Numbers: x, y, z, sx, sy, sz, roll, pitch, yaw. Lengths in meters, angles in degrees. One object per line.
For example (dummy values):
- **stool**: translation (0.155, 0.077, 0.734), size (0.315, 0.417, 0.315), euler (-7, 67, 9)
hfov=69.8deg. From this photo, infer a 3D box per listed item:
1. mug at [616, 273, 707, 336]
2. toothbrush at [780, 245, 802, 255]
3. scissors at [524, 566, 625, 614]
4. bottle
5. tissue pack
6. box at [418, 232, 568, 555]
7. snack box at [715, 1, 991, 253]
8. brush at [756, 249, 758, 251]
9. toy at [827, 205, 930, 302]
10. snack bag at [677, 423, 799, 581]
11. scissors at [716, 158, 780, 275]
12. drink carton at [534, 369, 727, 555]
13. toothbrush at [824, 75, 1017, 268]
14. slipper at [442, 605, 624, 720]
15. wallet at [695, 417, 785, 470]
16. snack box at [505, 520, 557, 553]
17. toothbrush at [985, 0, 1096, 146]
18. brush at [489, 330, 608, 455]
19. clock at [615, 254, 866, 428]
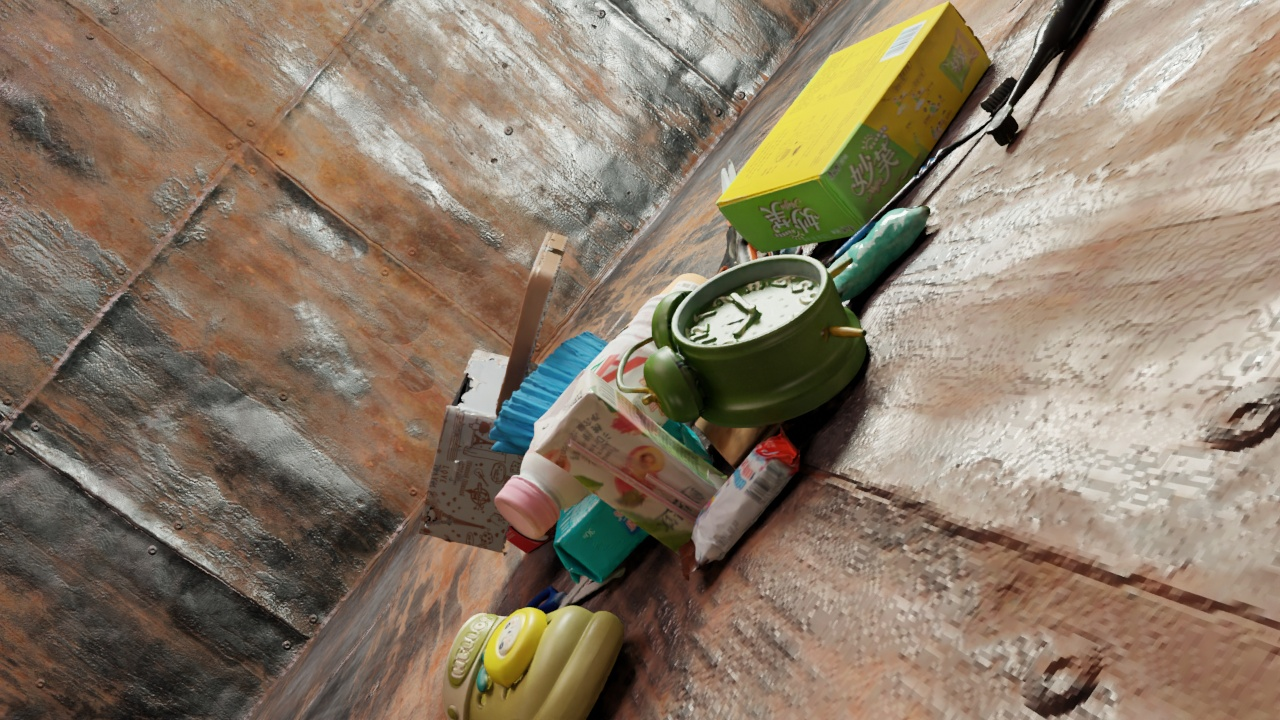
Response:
- **mug**: translation (0.035, -0.038, 0.977), size (0.078, 0.078, 0.122), euler (-41, 8, 46)
- **toothbrush**: translation (0.118, -0.060, 0.819), size (0.016, 0.017, 0.187), euler (-44, 10, 41)
- **scissors**: translation (-0.063, 0.191, 0.707), size (0.162, 0.012, 0.175), euler (-50, 8, -25)
- **bottle**: translation (-0.022, 0.037, 0.631), size (0.196, 0.068, 0.068), euler (-48, 7, -28)
- **tissue pack**: translation (-0.009, 0.099, 0.675), size (0.133, 0.050, 0.093), euler (-45, 10, 8)
- **box**: translation (-0.121, 0.019, 0.833), size (0.176, 0.082, 0.260), euler (-93, 20, -71)
- **snack box**: translation (0.182, -0.197, 0.800), size (0.209, 0.070, 0.158), euler (-54, 22, -17)
- **brush**: translation (0.181, -0.178, 0.925), size (0.255, 0.046, 0.083), euler (-29, 22, 55)
- **toy**: translation (0.162, -0.076, 0.636), size (0.092, 0.030, 0.096), euler (-42, 4, 19)
- **snack bag**: translation (0.057, 0.080, 0.520), size (0.105, 0.026, 0.045), euler (-51, 12, 9)
- **scissors**: translation (0.091, -0.129, 0.969), size (0.149, 0.021, 0.234), euler (-58, 27, 18)
- **drink carton**: translation (-0.003, 0.065, 0.563), size (0.054, 0.122, 0.045), euler (-47, 18, 14)
- **toothbrush**: translation (0.203, -0.136, 0.670), size (0.190, 0.016, 0.014), euler (-44, 0, 10)
- **slipper**: translation (-0.085, 0.200, 0.563), size (0.191, 0.081, 0.091), euler (-45, 12, 45)
- **wallet**: translation (0.085, 0.024, 0.642), size (0.101, 0.020, 0.115), euler (-52, 11, 2)
- **snack box**: translation (-0.081, 0.130, 0.905), size (0.208, 0.057, 0.058), euler (-39, 17, 51)
- **toothbrush**: translation (0.287, -0.225, 0.631), size (0.212, 0.027, 0.026), euler (-55, 25, -21)
- **brush**: translation (-0.005, 0.004, 0.774), size (0.313, 0.109, 0.061), euler (-50, -20, -54)
- **clock**: translation (0.060, -0.011, 0.572), size (0.161, 0.056, 0.115), euler (-17, 29, 17)
